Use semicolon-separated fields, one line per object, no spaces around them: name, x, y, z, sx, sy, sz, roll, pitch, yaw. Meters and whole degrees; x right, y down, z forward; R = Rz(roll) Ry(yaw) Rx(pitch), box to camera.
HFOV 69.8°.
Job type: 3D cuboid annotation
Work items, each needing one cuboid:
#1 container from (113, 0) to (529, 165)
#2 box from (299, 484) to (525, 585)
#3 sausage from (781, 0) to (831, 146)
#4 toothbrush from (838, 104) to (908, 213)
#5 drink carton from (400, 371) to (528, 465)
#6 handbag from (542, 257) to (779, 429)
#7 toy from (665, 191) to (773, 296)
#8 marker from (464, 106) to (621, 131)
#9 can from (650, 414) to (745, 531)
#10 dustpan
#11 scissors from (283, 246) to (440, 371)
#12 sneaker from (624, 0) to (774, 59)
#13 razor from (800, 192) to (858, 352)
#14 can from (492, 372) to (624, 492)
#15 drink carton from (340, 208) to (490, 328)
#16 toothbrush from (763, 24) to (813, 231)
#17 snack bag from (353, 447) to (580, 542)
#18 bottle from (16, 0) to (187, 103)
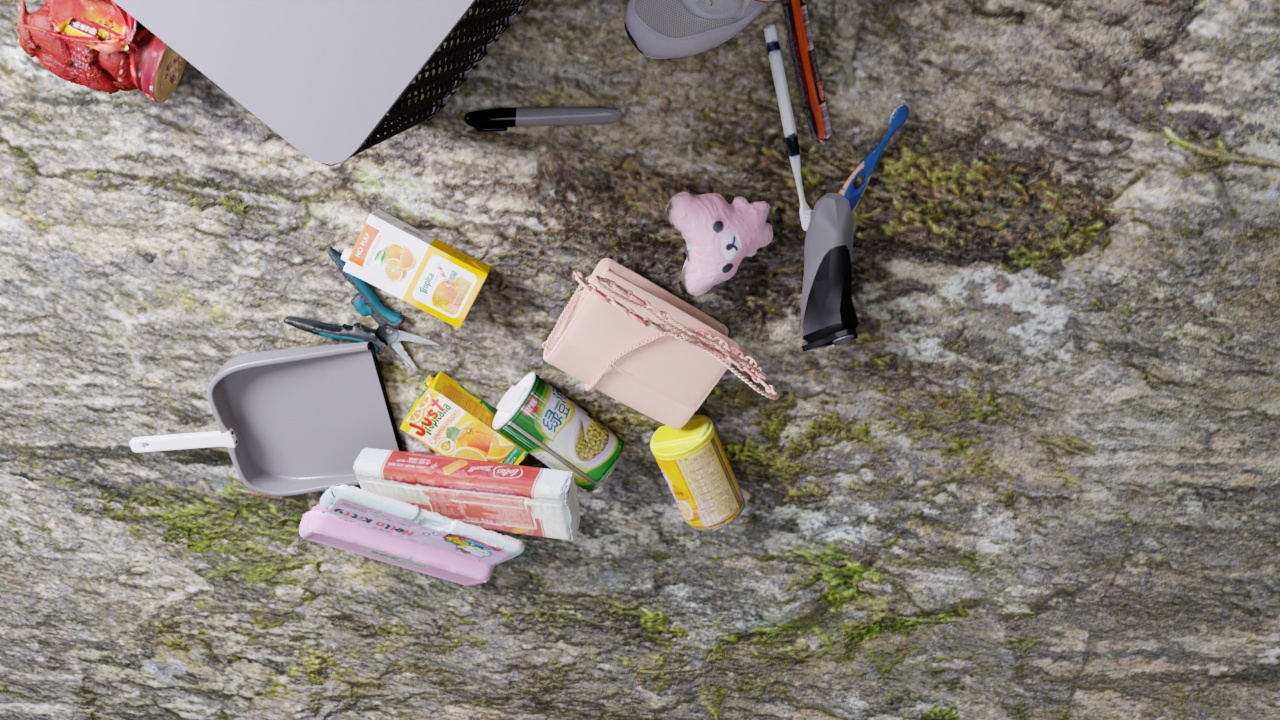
container;-0.203;-0.307;0.635;0.247;0.243;0.246;40;109;-17
box;-0.234;0.182;0.928;0.201;0.041;0.154;23;153;-23
sausage;0.140;-0.256;0.781;0.020;0.020;0.155;-15;114;7
toothbrush;0.201;-0.168;0.826;0.021;0.017;0.135;25;116;-7
drink carton;-0.177;0.070;0.926;0.122;0.041;0.058;37;110;-15
handbag;-0.004;0.004;0.812;0.198;0.187;0.117;29;105;-18
toy;0.076;-0.114;0.832;0.096;0.052;0.099;-17;118;-5
marker;-0.086;-0.212;0.807;0.138;0.016;0.022;-1;146;0
can;0.058;0.113;0.930;0.068;0.067;0.105;-20;114;10
dustpan;-0.380;0.068;0.922;0.258;0.033;0.163;-4;122;3
scissors;-0.277;-0.037;0.888;0.118;0.019;0.148;-26;114;12
sneaker;0.089;-0.316;0.686;0.240;0.124;0.089;-29;94;10
razor;0.174;-0.079;0.843;0.057;0.060;0.156;-13;112;-11
can;-0.082;0.071;0.911;0.121;0.067;0.067;38;110;-16
drink carton;-0.208;-0.086;0.847;0.122;0.040;0.058;27;102;-12
toothbrush;0.134;-0.201;0.808;0.012;0.017;0.187;-27;116;-21
snack bag;-0.171;0.132;0.912;0.225;0.041;0.078;4;131;11
bottle;-0.434;-0.265;0.740;0.111;0.098;0.099;22;114;-15
